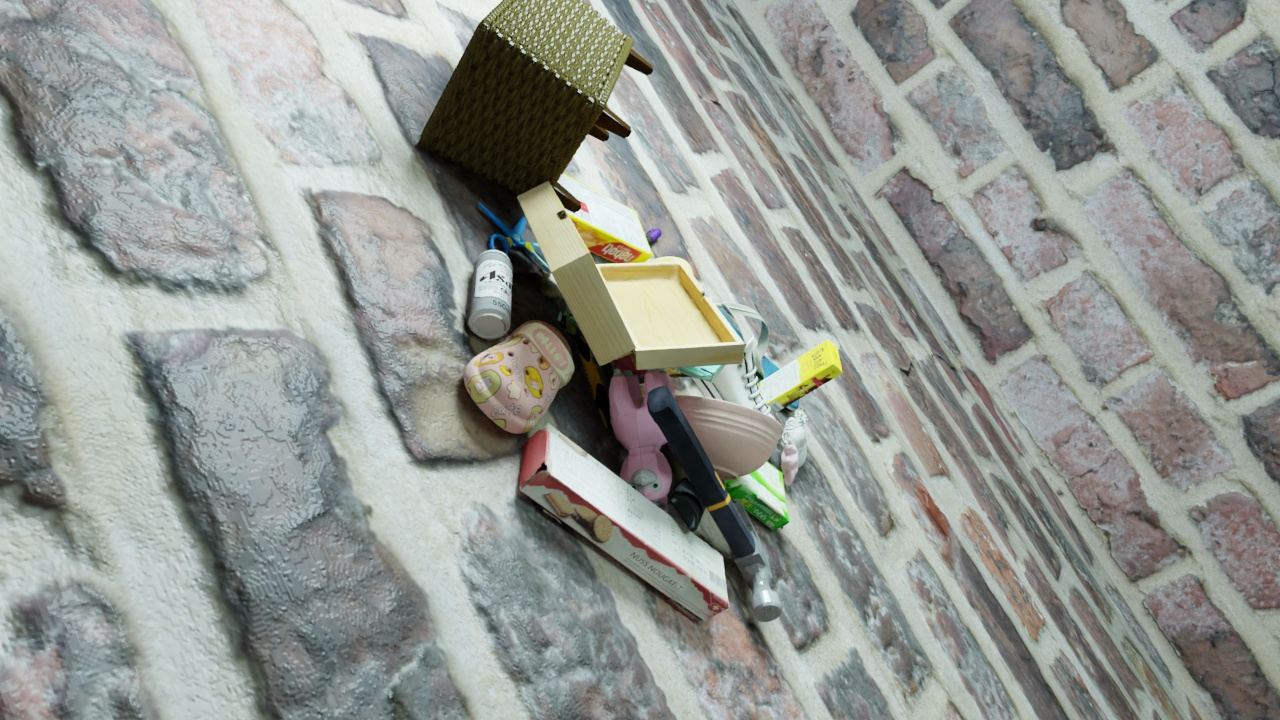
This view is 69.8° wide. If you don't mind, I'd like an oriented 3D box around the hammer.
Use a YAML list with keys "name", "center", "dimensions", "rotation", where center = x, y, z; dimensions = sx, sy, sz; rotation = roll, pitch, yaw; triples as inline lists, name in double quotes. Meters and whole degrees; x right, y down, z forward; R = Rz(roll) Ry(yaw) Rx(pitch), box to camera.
- name: "hammer"
  center: [0.081, 0.151, 1.021]
  dimensions: [0.139, 0.035, 0.313]
  rotation: [-101, 165, -53]

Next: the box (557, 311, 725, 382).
- name: "box"
  center: [0.007, -0.024, 1.102]
  dimensions: [0.187, 0.055, 0.138]
  rotation: [24, 30, 20]

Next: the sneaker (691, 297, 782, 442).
- name: "sneaker"
  center: [0.139, 0.011, 1.318]
  dimensions: [0.245, 0.097, 0.091]
  rotation: [56, 27, 3]

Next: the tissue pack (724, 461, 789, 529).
- name: "tissue pack"
  center: [0.154, 0.167, 1.234]
  dimensions: [0.114, 0.034, 0.099]
  rotation: [40, 28, -25]

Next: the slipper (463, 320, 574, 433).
- name: "slipper"
  center: [-0.106, 0.003, 0.957]
  dimensions: [0.093, 0.082, 0.196]
  rotation: [52, 25, -6]

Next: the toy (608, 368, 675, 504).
- name: "toy"
  center: [0.006, 0.084, 1.041]
  dimensions: [0.123, 0.067, 0.157]
  rotation: [20, 63, -79]

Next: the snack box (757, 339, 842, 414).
- name: "snack box"
  center: [0.235, 0.030, 1.391]
  dimensions: [0.025, 0.149, 0.061]
  rotation: [41, 30, -26]

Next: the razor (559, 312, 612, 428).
- name: "razor"
  center: [-0.059, 0.012, 1.050]
  dimensions: [0.044, 0.021, 0.144]
  rotation: [-159, -132, -78]

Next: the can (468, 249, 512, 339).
- name: "can"
  center: [-0.161, -0.072, 0.993]
  dimensions: [0.044, 0.044, 0.106]
  rotation: [35, 33, -33]

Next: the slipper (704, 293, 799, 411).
- name: "slipper"
  center: [0.171, -0.024, 1.456]
  dimensions: [0.295, 0.060, 0.118]
  rotation: [41, 33, -24]

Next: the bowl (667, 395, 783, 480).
- name: "bowl"
  center: [0.094, 0.101, 1.122]
  dimensions: [0.153, 0.153, 0.076]
  rotation: [28, 71, -41]

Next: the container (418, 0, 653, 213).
- name: "container"
  center: [-0.116, -0.347, 1.188]
  dimensions: [0.205, 0.177, 0.320]
  rotation: [31, 32, -13]

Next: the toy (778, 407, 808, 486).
- name: "toy"
  center: [0.223, 0.133, 1.358]
  dimensions: [0.108, 0.041, 0.096]
  rotation: [-65, 152, -48]

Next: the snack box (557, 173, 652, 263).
- name: "snack box"
  center: [-0.069, -0.198, 1.290]
  dimensions: [0.200, 0.042, 0.092]
  rotation: [18, 43, -49]

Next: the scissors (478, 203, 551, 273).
- name: "scissors"
  center: [-0.153, -0.147, 1.128]
  dimensions: [0.127, 0.013, 0.125]
  rotation: [47, 28, -24]

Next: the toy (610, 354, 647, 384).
- name: "toy"
  center: [-0.007, 0.007, 1.145]
  dimensions: [0.102, 0.065, 0.050]
  rotation: [-98, 174, -47]

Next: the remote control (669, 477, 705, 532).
- name: "remote control"
  center: [0.058, 0.162, 1.056]
  dimensions: [0.045, 0.021, 0.140]
  rotation: [56, 6, 3]

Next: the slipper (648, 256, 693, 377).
- name: "slipper"
  center: [0.036, -0.076, 1.239]
  dimensions: [0.262, 0.099, 0.078]
  rotation: [-94, 172, -53]

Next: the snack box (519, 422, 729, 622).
- name: "snack box"
  center: [-0.013, 0.173, 0.951]
  dimensions: [0.273, 0.044, 0.076]
  rotation: [41, 24, -26]

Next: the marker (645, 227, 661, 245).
- name: "marker"
  center: [0.008, -0.184, 1.425]
  dimensions: [0.018, 0.015, 0.133]
  rotation: [39, 28, 0]

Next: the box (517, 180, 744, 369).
- name: "box"
  center: [-0.026, -0.083, 1.048]
  dimensions: [0.252, 0.119, 0.247]
  rotation: [22, 20, -24]
